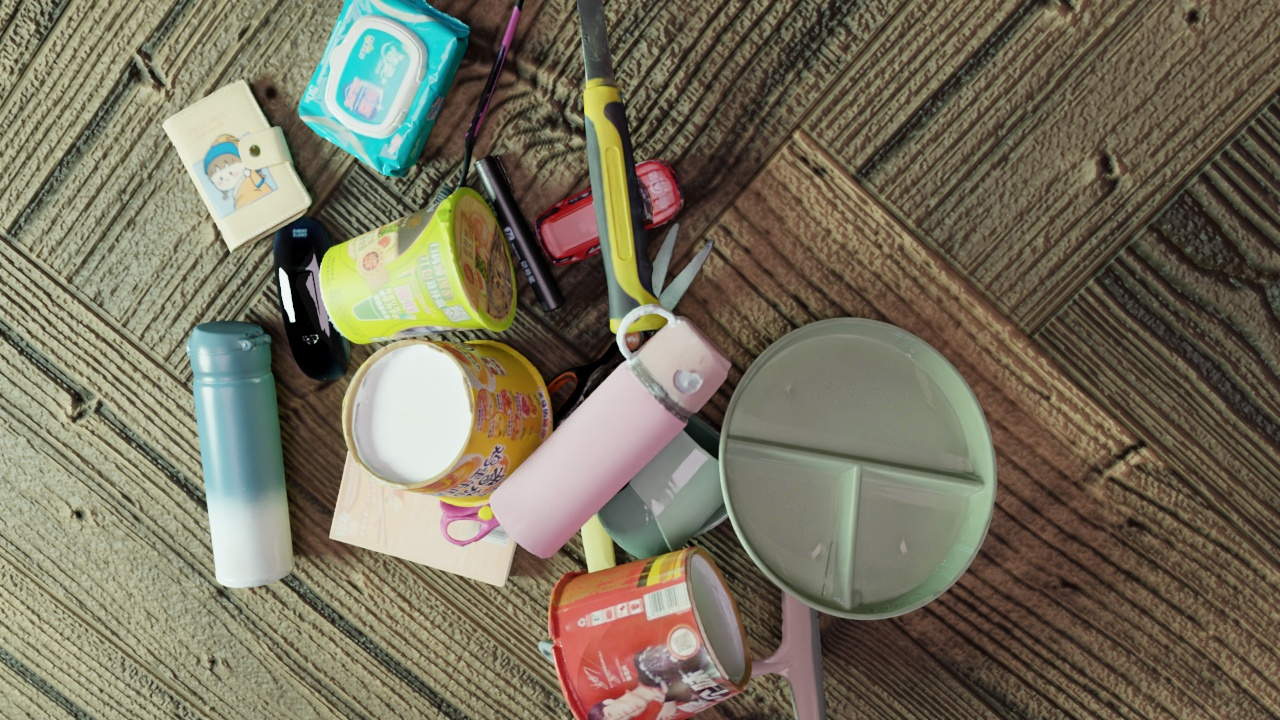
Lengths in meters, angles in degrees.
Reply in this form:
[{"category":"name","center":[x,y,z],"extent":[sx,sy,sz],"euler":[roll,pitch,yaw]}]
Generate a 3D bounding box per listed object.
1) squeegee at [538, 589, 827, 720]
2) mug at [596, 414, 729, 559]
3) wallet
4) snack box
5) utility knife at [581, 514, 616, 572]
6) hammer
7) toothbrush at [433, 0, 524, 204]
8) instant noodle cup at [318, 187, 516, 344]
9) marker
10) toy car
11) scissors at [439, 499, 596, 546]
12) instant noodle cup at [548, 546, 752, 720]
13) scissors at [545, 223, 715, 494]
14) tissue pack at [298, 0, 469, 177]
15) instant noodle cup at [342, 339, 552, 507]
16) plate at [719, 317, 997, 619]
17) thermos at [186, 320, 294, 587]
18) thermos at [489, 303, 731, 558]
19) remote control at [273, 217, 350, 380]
[{"category":"squeegee","center":[0.028,0.255,0.778],"extent":[0.250,0.040,0.248],"euler":[-3,121,14]},{"category":"mug","center":[0.032,0.108,0.746],"extent":[0.111,0.082,0.106],"euler":[31,104,-35]},{"category":"wallet","center":[-0.319,-0.157,0.736],"extent":[0.087,0.024,0.115],"euler":[-26,93,12]},{"category":"snack box","center":[-0.180,0.133,0.788],"extent":[0.157,0.026,0.084],"euler":[16,102,0]},{"category":"utility knife","center":[-0.043,0.128,0.782],"extent":[0.031,0.018,0.166],"euler":[-6,100,10]},{"category":"hammer","center":[-0.028,-0.180,0.673],"extent":[0.126,0.032,0.323],"euler":[-8,92,-2]},{"category":"toothbrush","center":[-0.127,-0.195,0.720],"extent":[0.018,0.014,0.189],"euler":[24,103,8]},{"category":"instant noodle cup","center":[-0.175,-0.063,0.709],"extent":[0.123,0.111,0.112],"euler":[-13,101,14]},{"category":"marker","center":[-0.096,-0.101,0.735],"extent":[0.022,0.020,0.132],"euler":[-27,99,-14]},{"category":"toy car","center":[-0.025,-0.114,0.715],"extent":[0.120,0.045,0.053],"euler":[-25,101,7]},{"category":"scissors","center":[-0.100,0.125,0.760],"extent":[0.133,0.017,0.056],"euler":[-1,86,0]},{"category":"instant noodle cup","center":[0.012,0.208,0.681],"extent":[0.109,0.137,0.138],"euler":[-24,100,16]},{"category":"scissors","center":[-0.024,-0.005,0.734],"extent":[0.190,0.021,0.229],"euler":[-3,75,33]},{"category":"tissue pack","center":[-0.194,-0.218,0.700],"extent":[0.093,0.050,0.133],"euler":[28,102,-1]},{"category":"instant noodle cup","center":[-0.150,0.044,0.703],"extent":[0.138,0.109,0.138],"euler":[-2,82,16]},{"category":"plate","center":[0.166,0.081,0.705],"extent":[0.230,0.027,0.230],"euler":[3,79,-14]},{"category":"thermos","center":[-0.334,0.077,0.769],"extent":[0.070,0.070,0.220],"euler":[-1,102,4]},{"category":"thermos","center":[-0.027,0.048,0.665],"extent":[0.087,0.067,0.199],"euler":[41,100,-17]},{"category":"remote control","center":[-0.273,-0.048,0.756],"extent":[0.053,0.024,0.136],"euler":[-6,102,5]}]
